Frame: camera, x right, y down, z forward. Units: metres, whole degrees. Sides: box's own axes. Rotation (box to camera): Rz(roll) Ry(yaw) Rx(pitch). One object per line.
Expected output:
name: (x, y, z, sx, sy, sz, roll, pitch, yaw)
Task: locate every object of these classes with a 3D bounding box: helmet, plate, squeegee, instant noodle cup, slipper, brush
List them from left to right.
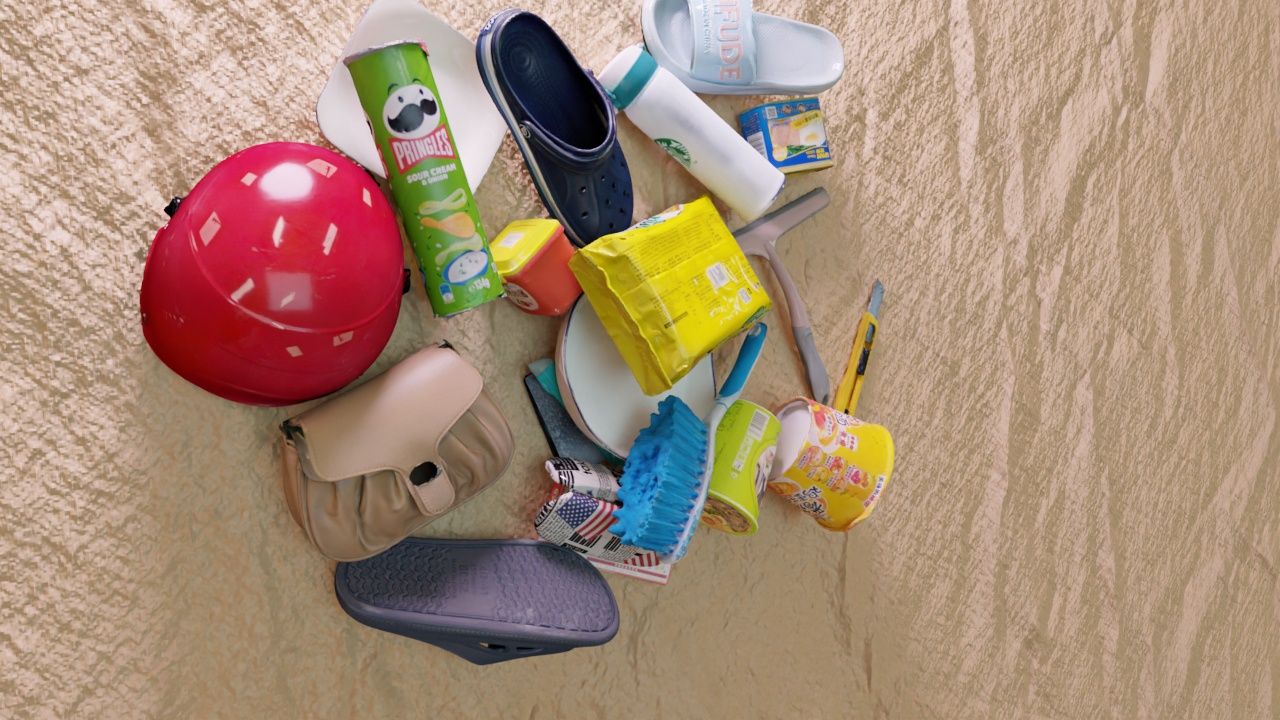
helmet: (-0.287, -0.079, 0.757, 0.206, 0.144, 0.239, 19, 80, -27)
plate: (-0.208, -0.238, 0.861, 0.164, 0.034, 0.163, 31, 75, -27)
slipper: (-0.154, 0.229, 0.870, 0.268, 0.084, 0.110, 11, 41, -18)
slipper: (-0.063, -0.223, 0.891, 0.105, 0.095, 0.253, -46, 125, -24)
plate: (-0.006, 0.006, 0.953, 0.204, 0.046, 0.204, 9, 77, -40)
brush: (0.060, 0.063, 0.938, 0.109, 0.061, 0.313, 38, 56, -32)
instant noodle cup: (0.097, 0.111, 1.003, 0.111, 0.112, 0.123, 39, 63, -24)
slipper: (0.119, -0.347, 1.005, 0.245, 0.074, 0.104, 3, 81, -17)
squeegee: (0.183, -0.050, 1.085, 0.247, 0.040, 0.249, -30, 105, -27)
instant noodle cup: (0.202, 0.112, 1.047, 0.109, 0.138, 0.138, 29, 76, -19)

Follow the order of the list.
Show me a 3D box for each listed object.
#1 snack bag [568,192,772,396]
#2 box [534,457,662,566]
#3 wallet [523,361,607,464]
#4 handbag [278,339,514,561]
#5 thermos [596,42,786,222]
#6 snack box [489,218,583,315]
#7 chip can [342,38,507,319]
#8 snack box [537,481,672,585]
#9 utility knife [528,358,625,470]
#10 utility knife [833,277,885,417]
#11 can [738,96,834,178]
snack bag: (0.045, -0.076, 0.924, 0.245, 0.068, 0.158, -35, 96, -51)
box: (-0.032, 0.157, 0.925, 0.162, 0.075, 0.086, 24, 94, -31)
wallet: (-0.060, 0.052, 0.958, 0.097, 0.019, 0.121, -27, 102, -29)
handbag: (-0.213, 0.083, 0.816, 0.204, 0.100, 0.148, -31, 121, -27)
thermos: (0.052, -0.242, 0.981, 0.224, 0.073, 0.073, 38, 72, -16)
snack box: (-0.101, -0.090, 0.894, 0.081, 0.091, 0.080, -52, 120, -19)
chip can: (-0.187, -0.157, 0.812, 0.072, 0.072, 0.236, -24, 105, -28)
snack box: (-0.030, 0.184, 0.969, 0.155, 0.027, 0.077, 21, 79, -28)
utility knife: (-0.053, 0.064, 0.944, 0.029, 0.013, 0.182, -47, 113, -23)
utility knife: (0.277, -0.009, 1.152, 0.033, 0.015, 0.201, 24, 78, -31)
can: (0.169, -0.256, 1.067, 0.102, 0.057, 0.083, -15, 95, -30)
